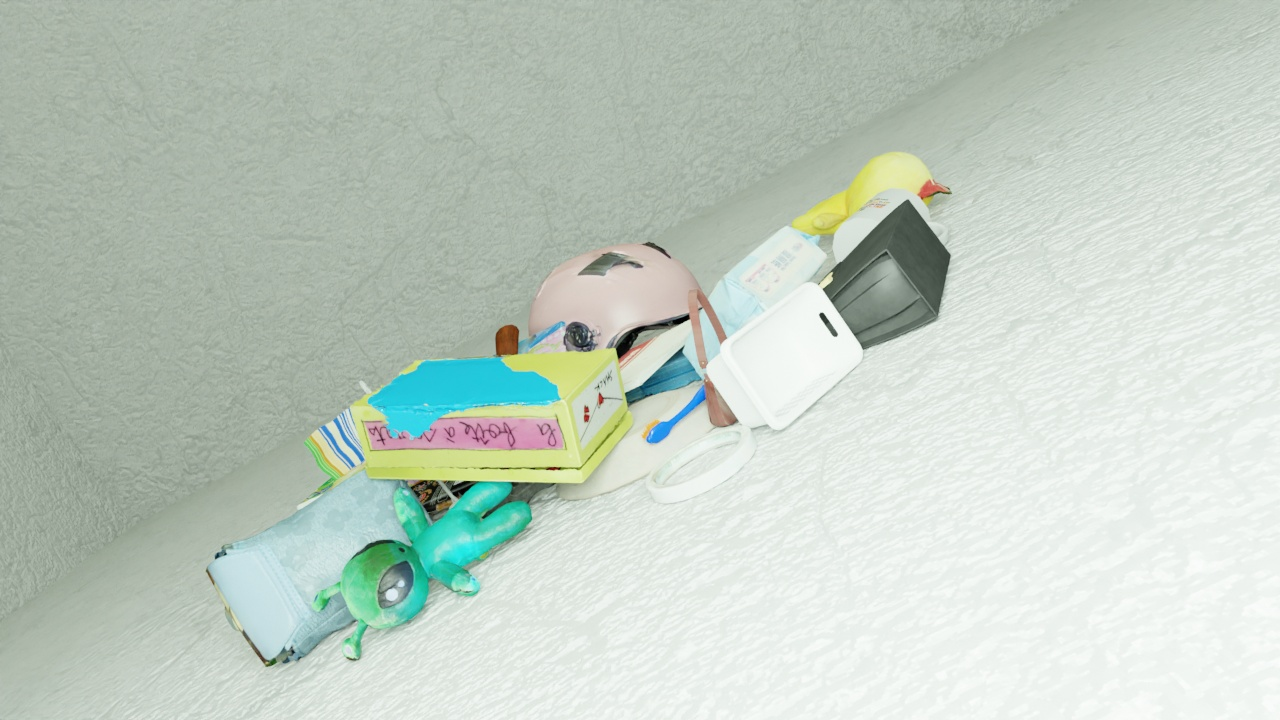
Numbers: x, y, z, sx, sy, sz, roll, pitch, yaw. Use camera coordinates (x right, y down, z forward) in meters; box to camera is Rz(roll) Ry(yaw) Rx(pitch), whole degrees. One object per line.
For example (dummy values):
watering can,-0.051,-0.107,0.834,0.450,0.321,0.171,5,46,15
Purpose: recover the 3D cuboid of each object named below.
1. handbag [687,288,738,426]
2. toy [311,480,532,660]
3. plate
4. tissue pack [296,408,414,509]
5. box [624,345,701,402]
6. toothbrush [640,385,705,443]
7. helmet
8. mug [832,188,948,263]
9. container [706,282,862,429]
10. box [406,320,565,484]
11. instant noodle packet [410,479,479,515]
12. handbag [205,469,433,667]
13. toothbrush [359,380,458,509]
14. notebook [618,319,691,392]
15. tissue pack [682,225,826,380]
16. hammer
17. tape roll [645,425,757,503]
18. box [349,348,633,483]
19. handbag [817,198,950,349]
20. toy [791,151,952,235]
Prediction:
handbag,0.064,-0.006,0.786,0.029,0.120,0.055,-4,25,38
toy,-0.180,0.168,0.767,0.193,0.072,0.130,-32,47,-17
plate,-0.003,0.068,0.868,0.189,0.027,0.188,-28,11,6
tissue pack,-0.348,0.129,1.173,0.120,0.141,0.197,-25,12,22
box,0.023,0.001,1.098,0.232,0.033,0.174,-22,12,36
toothbrush,0.067,0.018,0.825,0.182,0.016,0.018,-39,32,-28
helmet,-0.036,-0.075,1.219,0.229,0.152,0.256,-20,0,-45
mug,0.274,-0.133,0.984,0.105,0.073,0.089,13,36,35
container,0.113,0.000,0.747,0.129,0.081,0.050,-34,0,-36
box,-0.186,0.042,1.098,0.231,0.035,0.159,-25,37,19
instant noodle packet,-0.202,0.135,1.061,0.221,0.032,0.159,-24,10,25
handbag,-0.287,0.185,0.844,0.191,0.122,0.119,-35,-9,-26
toothbrush,-0.219,0.094,0.897,0.010,0.181,0.010,-30,12,29
notebook,-0.006,0.006,0.998,0.153,0.012,0.208,-26,9,37
tissue pack,0.124,-0.061,0.955,0.181,0.070,0.112,-40,-16,-46
hammer,-0.143,0.054,0.981,0.111,0.028,0.300,-38,32,18
tape roll,0.047,0.081,0.718,0.093,0.013,0.093,-29,10,6
box,-0.133,0.049,0.820,0.221,0.081,0.124,-5,20,22
handbag,0.184,-0.047,0.873,0.196,0.072,0.175,-36,6,31
toy,0.295,-0.207,1.193,0.208,0.092,0.133,-23,9,41
